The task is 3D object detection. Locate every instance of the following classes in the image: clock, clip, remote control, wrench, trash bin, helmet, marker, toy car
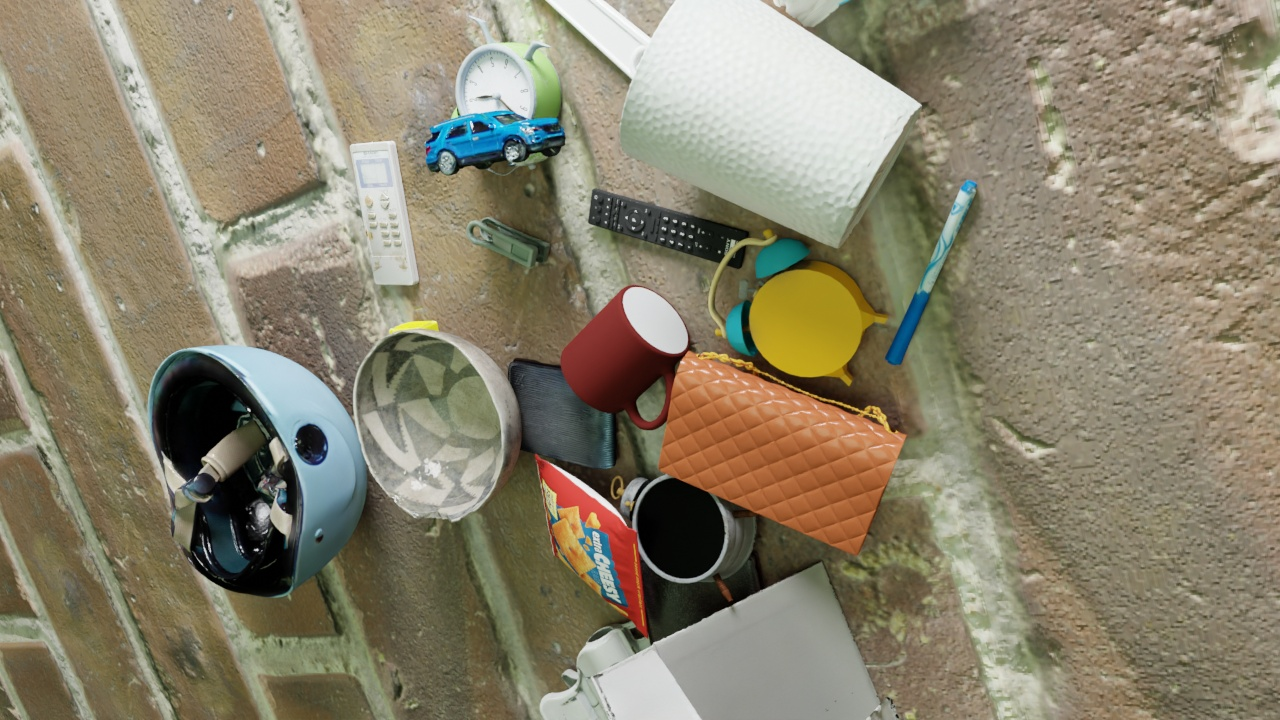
[{"bbox_3d":[0.114,-0.038,0.692,0.129,0.043,0.099,29,120,10],"label":"clock"},{"bbox_3d":[0.033,0.135,0.787,0.148,0.056,0.104,22,101,28],"label":"clock"},{"bbox_3d":[-0.110,-0.211,0.755,0.094,0.042,0.119,29,119,19],"label":"clock"},{"bbox_3d":[-0.117,-0.105,0.808,0.076,0.045,0.023,25,116,21],"label":"clip"},{"bbox_3d":[-0.245,-0.139,0.877,0.050,0.011,0.136,4,109,29],"label":"remote control"},{"bbox_3d":[-0.080,-0.306,0.720,0.273,0.018,0.066,43,123,8],"label":"wrench"},{"bbox_3d":[0.089,-0.160,0.614,0.161,0.133,0.133,32,120,11],"label":"trash bin"},{"bbox_3d":[0.020,-0.107,0.738,0.140,0.009,0.030,20,116,22],"label":"remote control"},{"bbox_3d":[-0.391,0.101,0.953,0.226,0.166,0.266,-7,106,29],"label":"helmet"},{"bbox_3d":[-0.025,0.326,0.896,0.144,0.075,0.124,-27,90,24],"label":"clip"},{"bbox_3d":[0.204,-0.060,0.649,0.013,0.013,0.142,27,119,19],"label":"marker"},{"bbox_3d":[-0.116,-0.171,0.714,0.120,0.056,0.043,0,107,31],"label":"toy car"}]

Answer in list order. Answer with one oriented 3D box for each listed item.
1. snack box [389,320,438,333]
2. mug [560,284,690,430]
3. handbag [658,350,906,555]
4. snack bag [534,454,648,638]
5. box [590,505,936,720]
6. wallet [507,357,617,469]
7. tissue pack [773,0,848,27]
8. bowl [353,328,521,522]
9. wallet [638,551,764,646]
[{"bbox_3d":[-0.210,0.035,0.910,0.040,0.028,0.148,0,107,30],"label":"snack box"},{"bbox_3d":[-0.005,0.004,0.750,0.083,0.073,0.105,-43,70,34],"label":"mug"},{"bbox_3d":[0.108,0.063,0.713,0.172,0.060,0.109,22,131,17],"label":"handbag"},{"bbox_3d":[-0.043,0.166,0.832,0.144,0.039,0.131,30,138,41],"label":"snack bag"},{"bbox_3d":[0.118,0.273,0.746,0.172,0.378,0.167,-15,100,50],"label":"box"},{"bbox_3d":[-0.074,0.047,0.839,0.115,0.026,0.089,9,110,27],"label":"wallet"},{"bbox_3d":[0.105,-0.331,0.576,0.117,0.065,0.209,-23,94,35],"label":"tissue pack"},{"bbox_3d":[-0.173,0.051,0.841,0.179,0.081,0.178,8,107,28],"label":"bowl"},{"bbox_3d":[0.056,0.218,0.826,0.120,0.031,0.099,-7,103,26],"label":"wallet"}]
